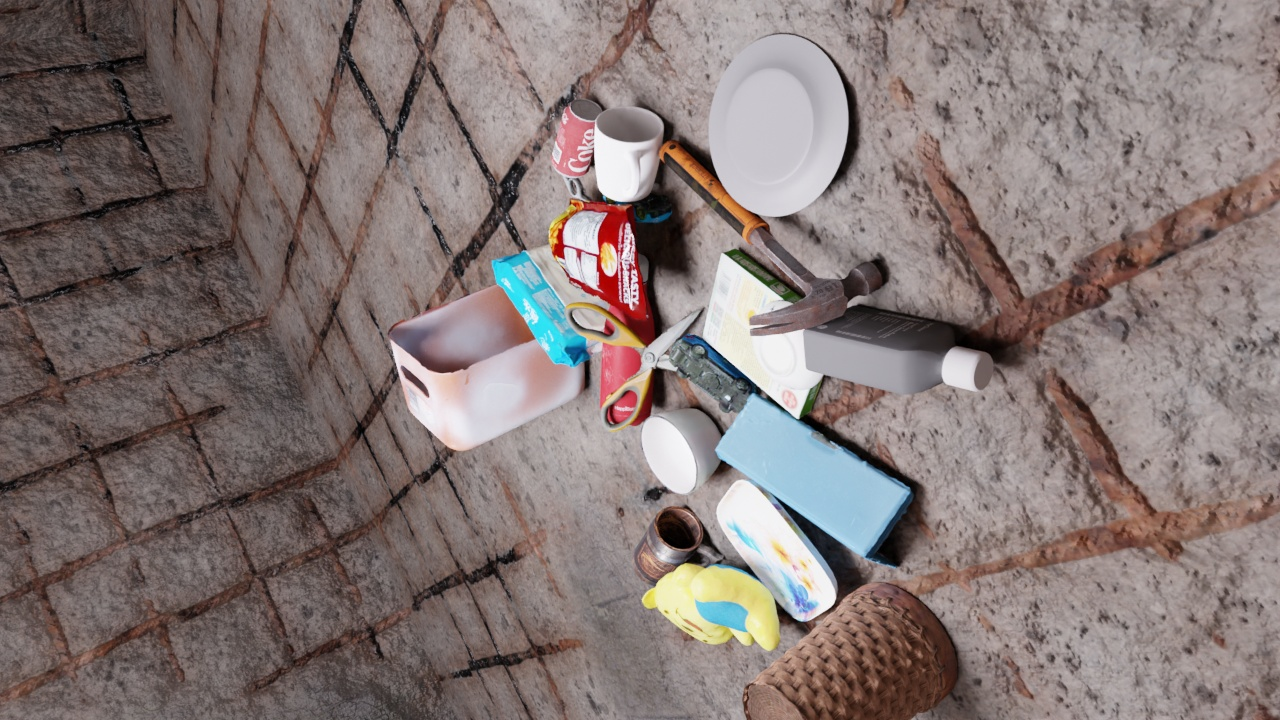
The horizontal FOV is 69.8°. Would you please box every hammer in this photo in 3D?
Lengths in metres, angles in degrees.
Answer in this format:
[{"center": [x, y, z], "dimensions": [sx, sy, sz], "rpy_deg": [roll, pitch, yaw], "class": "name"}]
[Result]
[{"center": [0.102, -0.143, 0.985], "dimensions": [0.314, 0.137, 0.035], "rpy_deg": [51, 164, 37], "class": "hammer"}]

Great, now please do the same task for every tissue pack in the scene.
[{"center": [-0.113, -0.082, 1.314], "dimensions": [0.209, 0.116, 0.066], "rpy_deg": [51, 149, 22], "class": "tissue pack"}]

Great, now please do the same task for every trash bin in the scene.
[{"center": [0.226, 0.362, 1.017], "dimensions": [0.151, 0.209, 0.151], "rpy_deg": [34, 136, 41], "class": "trash bin"}, {"center": [-0.224, 0.003, 1.399], "dimensions": [0.181, 0.259, 0.158], "rpy_deg": [32, 138, 41], "class": "trash bin"}]

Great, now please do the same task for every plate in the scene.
[{"center": [0.132, -0.236, 0.927], "dimensions": [0.179, 0.012, 0.178], "rpy_deg": [14, 109, 45], "class": "plate"}, {"center": [0.156, -0.013, 1.004], "dimensions": [0.104, 0.026, 0.104], "rpy_deg": [30, 132, 41], "class": "plate"}, {"center": [0.172, 0.239, 1.163], "dimensions": [0.187, 0.016, 0.187], "rpy_deg": [52, 157, 16], "class": "plate"}]

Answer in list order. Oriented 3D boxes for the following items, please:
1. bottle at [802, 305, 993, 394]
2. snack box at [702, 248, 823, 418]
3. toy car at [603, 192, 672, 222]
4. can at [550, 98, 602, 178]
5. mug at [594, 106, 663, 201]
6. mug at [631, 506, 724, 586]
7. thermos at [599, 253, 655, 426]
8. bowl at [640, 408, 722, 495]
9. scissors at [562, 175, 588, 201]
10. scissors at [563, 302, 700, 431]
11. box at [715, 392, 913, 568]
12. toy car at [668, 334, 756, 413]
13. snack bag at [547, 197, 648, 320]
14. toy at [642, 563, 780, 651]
[{"center": [0.248, -0.007, 0.875], "dimensions": [0.174, 0.083, 0.046], "rpy_deg": [18, 124, 48], "class": "bottle"}, {"center": [0.145, -0.032, 1.057], "dimensions": [0.168, 0.027, 0.132], "rpy_deg": [43, 141, 31], "class": "snack box"}, {"center": [-0.004, -0.196, 1.151], "dimensions": [0.105, 0.048, 0.032], "rpy_deg": [32, 137, 39], "class": "toy car"}, {"center": [-0.082, -0.289, 1.197], "dimensions": [0.054, 0.053, 0.097], "rpy_deg": [52, 145, 21], "class": "can"}, {"center": [-0.013, -0.235, 1.095], "dimensions": [0.088, 0.081, 0.114], "rpy_deg": [96, 168, -46], "class": "mug"}, {"center": [0.055, 0.282, 1.347], "dimensions": [0.116, 0.079, 0.107], "rpy_deg": [29, 138, 4], "class": "mug"}, {"center": [-0.016, -0.029, 1.246], "dimensions": [0.073, 0.073, 0.240], "rpy_deg": [28, 124, 44], "class": "thermos"}, {"center": [0.061, 0.115, 1.231], "dimensions": [0.116, 0.065, 0.116], "rpy_deg": [33, 135, 40], "class": "bowl"}, {"center": [-0.062, -0.209, 1.256], "dimensions": [0.142, 0.014, 0.147], "rpy_deg": [-11, 100, 59], "class": "scissors"}, {"center": [-0.007, 0.006, 1.205], "dimensions": [0.225, 0.016, 0.229], "rpy_deg": [21, 116, 10], "class": "scissors"}, {"center": [0.210, 0.141, 1.068], "dimensions": [0.232, 0.094, 0.112], "rpy_deg": [32, 178, 39], "class": "box"}, {"center": [0.092, 0.014, 1.138], "dimensions": [0.120, 0.043, 0.056], "rpy_deg": [40, 136, 8], "class": "toy car"}, {"center": [-0.053, -0.137, 1.167], "dimensions": [0.208, 0.066, 0.139], "rpy_deg": [-149, 54, -60], "class": "snack bag"}, {"center": [0.102, 0.337, 1.273], "dimensions": [0.149, 0.083, 0.214], "rpy_deg": [41, 152, -2], "class": "toy"}]
